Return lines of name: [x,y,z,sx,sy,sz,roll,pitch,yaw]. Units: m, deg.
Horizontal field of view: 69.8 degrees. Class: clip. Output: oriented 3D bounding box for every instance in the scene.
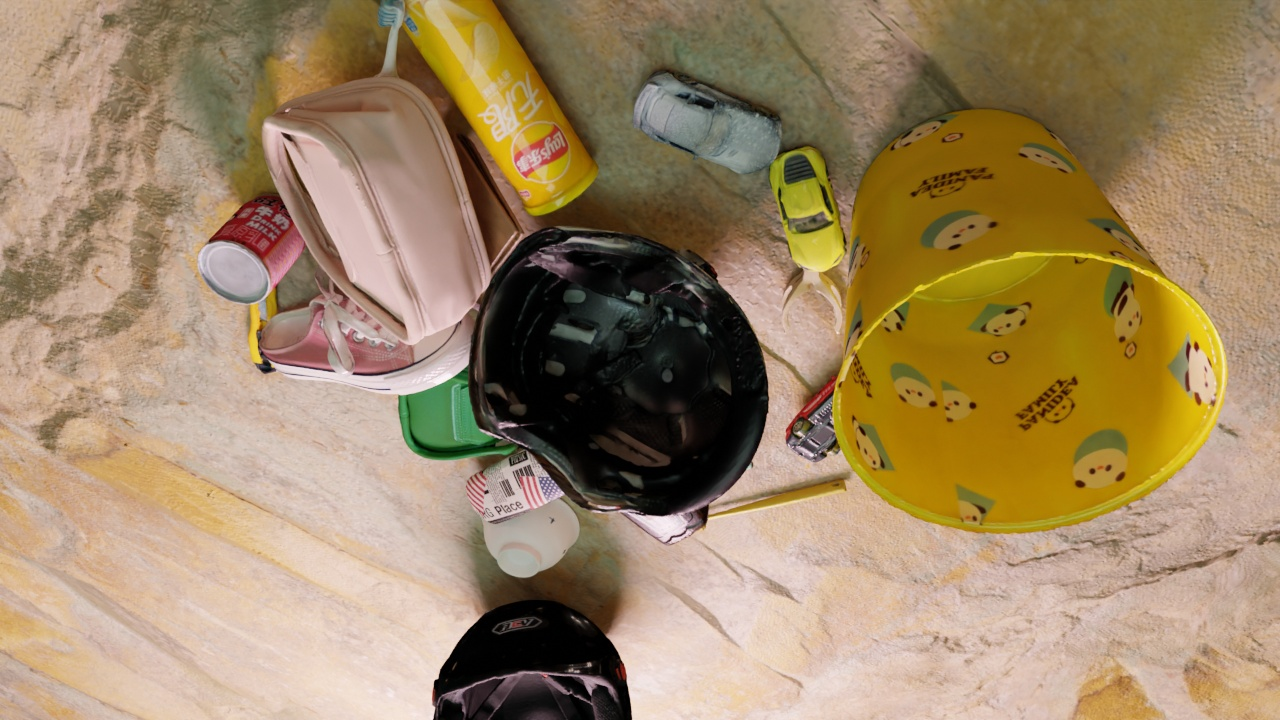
clip: [0.141,-0.065,0.815,0.095,0.034,0.102,-23,117,23]

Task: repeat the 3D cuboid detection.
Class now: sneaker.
sneaker: [-0.268,-0.029,0.865,0.241,0.118,0.088,2,146,21]

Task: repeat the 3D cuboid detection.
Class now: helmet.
helmet: [-0.131,0.401,1.106,0.233,0.229,0.275,-7,129,-4]
helmet: [-0.005,0.005,0.798,0.274,0.156,0.230,23,103,18]

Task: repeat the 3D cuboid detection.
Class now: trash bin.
trash bin: [0.252,-0.046,0.668,0.230,0.254,0.230,5,129,6]

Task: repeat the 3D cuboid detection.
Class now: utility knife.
utility knife: [-0.385,-0.045,0.931,0.033,0.015,0.157,11,129,-3]

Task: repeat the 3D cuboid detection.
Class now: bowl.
bowl: [-0.134,0.209,1.058,0.118,0.064,0.118,5,128,6]

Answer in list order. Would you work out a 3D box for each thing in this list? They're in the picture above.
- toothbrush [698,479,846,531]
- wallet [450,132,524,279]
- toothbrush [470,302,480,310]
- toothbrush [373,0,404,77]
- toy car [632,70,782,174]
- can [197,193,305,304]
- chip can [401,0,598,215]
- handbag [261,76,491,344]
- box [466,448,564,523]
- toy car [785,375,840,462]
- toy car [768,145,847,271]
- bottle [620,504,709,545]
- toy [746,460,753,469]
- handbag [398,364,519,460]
toothbrush: [0.134,0.161,1.006,0.190,0.015,0.016,-18,128,22]
wallet: [-0.153,-0.120,0.789,0.101,0.020,0.115,-47,67,35]
toothbrush: [-0.212,-0.078,0.874,0.189,0.029,0.021,31,86,-13]
toothbrush: [-0.203,-0.198,0.730,0.026,0.026,0.222,-15,157,-27]
toy car: [0.053,-0.187,0.729,0.120,0.036,0.054,20,128,-4]
can: [-0.346,-0.103,0.828,0.066,0.093,0.067,5,128,6]
chip can: [-0.115,-0.218,0.713,0.072,0.071,0.213,-20,122,23]
handbag: [-0.240,-0.131,0.751,0.234,0.093,0.193,20,137,38]
box: [-0.127,0.130,0.985,0.165,0.052,0.069,-25,110,39]
toy car: [0.190,0.046,0.887,0.053,0.045,0.121,33,120,-19]
toy car: [0.138,-0.123,0.755,0.048,0.032,0.105,-14,106,17]
bottle: [-0.014,0.123,0.984,0.195,0.043,0.080,41,123,-21]
toy: [0.070,0.101,0.961,0.092,0.030,0.097,26,133,-9]
handbag: [-0.180,0.042,0.931,0.120,0.067,0.132,7,129,3]
